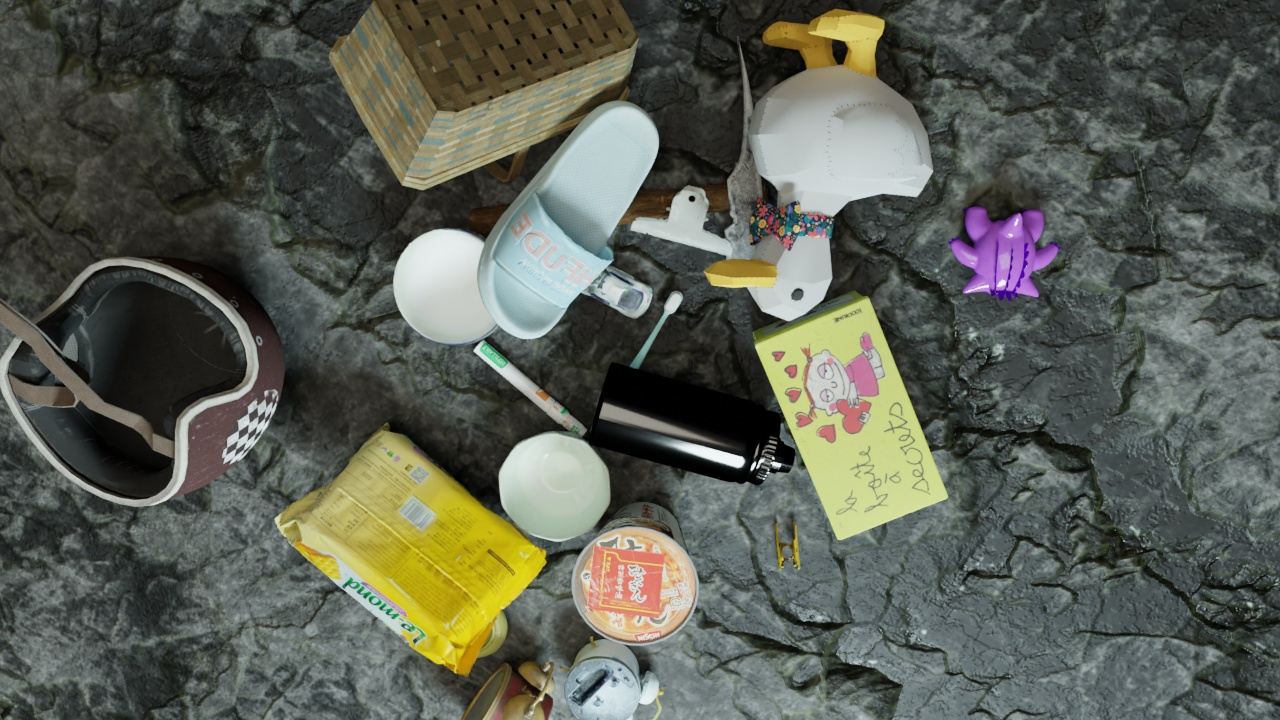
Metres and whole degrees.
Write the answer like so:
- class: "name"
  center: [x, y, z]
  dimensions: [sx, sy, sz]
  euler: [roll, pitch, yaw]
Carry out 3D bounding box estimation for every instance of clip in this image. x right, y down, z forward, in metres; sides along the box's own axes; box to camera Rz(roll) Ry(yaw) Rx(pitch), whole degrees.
- class: "clip"
  center: [0.153, 0.202, 0.972]
  dimensions: [0.044, 0.049, 0.054]
  euler: [4, 105, 39]
- class: "clip"
  center: [0.044, -0.137, 0.877]
  dimensions: [0.102, 0.046, 0.056]
  euler: [15, 115, 2]

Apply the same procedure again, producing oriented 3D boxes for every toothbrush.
- class: "toothbrush"
  center: [-0.006, 0.006, 0.959]
  dimensions: [0.016, 0.016, 0.181]
  euler: [30, 103, -3]

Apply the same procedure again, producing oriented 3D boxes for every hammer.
- class: "hammer"
  center: [-0.028, -0.190, 0.911]
  dimensions: [0.301, 0.037, 0.218]
  euler: [-5, 101, 6]

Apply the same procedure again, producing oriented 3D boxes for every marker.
- class: "marker"
  center: [-0.116, 0.031, 0.972]
  dimensions: [0.145, 0.017, 0.017]
  euler: [41, 101, -4]

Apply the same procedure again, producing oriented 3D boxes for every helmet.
- class: "helmet"
  center: [-0.477, 0.014, 0.876]
  dimensions: [0.233, 0.252, 0.234]
  euler: [21, 127, 5]

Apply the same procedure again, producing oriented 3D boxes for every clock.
- class: "clock"
  center: [-0.030, 0.363, 1.011]
  dimensions: [0.117, 0.057, 0.083]
  euler: [42, 101, -4]
- class: "clock"
  center: [-0.136, 0.392, 0.995]
  dimensions: [0.081, 0.117, 0.159]
  euler: [36, 109, -7]

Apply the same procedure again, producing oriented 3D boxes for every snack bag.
- class: "snack bag"
  center: [-0.225, 0.183, 0.933]
  dimensions: [0.247, 0.068, 0.159]
  euler: [37, 58, 5]

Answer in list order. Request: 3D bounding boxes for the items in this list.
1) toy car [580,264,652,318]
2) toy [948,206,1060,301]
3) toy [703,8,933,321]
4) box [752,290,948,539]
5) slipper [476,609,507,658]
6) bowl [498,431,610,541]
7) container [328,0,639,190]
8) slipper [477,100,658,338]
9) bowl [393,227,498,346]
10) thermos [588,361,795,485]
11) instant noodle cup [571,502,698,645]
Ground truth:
- class: "toy car"
  center: [-0.032, -0.076, 0.938]
  dimensions: [0.090, 0.027, 0.039]
  euler: [26, 104, -1]
- class: "toy"
  center: [0.352, -0.103, 0.887]
  dimensions: [0.106, 0.055, 0.088]
  euler: [3, 100, 4]
- class: "toy"
  center: [0.169, -0.173, 0.839]
  dimensions: [0.246, 0.141, 0.268]
  euler: [-8, 105, -25]
- class: "box"
  center: [0.207, 0.054, 0.919]
  dimensions: [0.124, 0.082, 0.221]
  euler: [-21, 98, 8]
- class: "slipper"
  center: [-0.222, 0.255, 0.995]
  dimensions: [0.092, 0.081, 0.190]
  euler: [-33, 100, 12]
- class: "bowl"
  center: [-0.086, 0.124, 0.966]
  dimensions: [0.117, 0.061, 0.117]
  euler: [1, 102, 5]
- class: "container"
  center: [-0.139, -0.259, 0.840]
  dimensions: [0.249, 0.187, 0.157]
  euler: [-30, 89, -26]
- class: "slipper"
  center: [-0.064, -0.129, 0.856]
  dimensions: [0.104, 0.074, 0.245]
  euler: [29, 100, -30]
- class: "bowl"
  center: [-0.184, -0.079, 0.931]
  dimensions: [0.118, 0.062, 0.118]
  euler: [1, 104, 3]
- class: "thermos"
  center: [0.055, 0.069, 0.925]
  dimensions: [0.198, 0.086, 0.086]
  euler: [16, 102, -5]
- class: "instant noodle cup"
  center: [-0.001, 0.207, 0.944]
  dimensions: [0.123, 0.121, 0.124]
  euler: [1, 101, 4]
